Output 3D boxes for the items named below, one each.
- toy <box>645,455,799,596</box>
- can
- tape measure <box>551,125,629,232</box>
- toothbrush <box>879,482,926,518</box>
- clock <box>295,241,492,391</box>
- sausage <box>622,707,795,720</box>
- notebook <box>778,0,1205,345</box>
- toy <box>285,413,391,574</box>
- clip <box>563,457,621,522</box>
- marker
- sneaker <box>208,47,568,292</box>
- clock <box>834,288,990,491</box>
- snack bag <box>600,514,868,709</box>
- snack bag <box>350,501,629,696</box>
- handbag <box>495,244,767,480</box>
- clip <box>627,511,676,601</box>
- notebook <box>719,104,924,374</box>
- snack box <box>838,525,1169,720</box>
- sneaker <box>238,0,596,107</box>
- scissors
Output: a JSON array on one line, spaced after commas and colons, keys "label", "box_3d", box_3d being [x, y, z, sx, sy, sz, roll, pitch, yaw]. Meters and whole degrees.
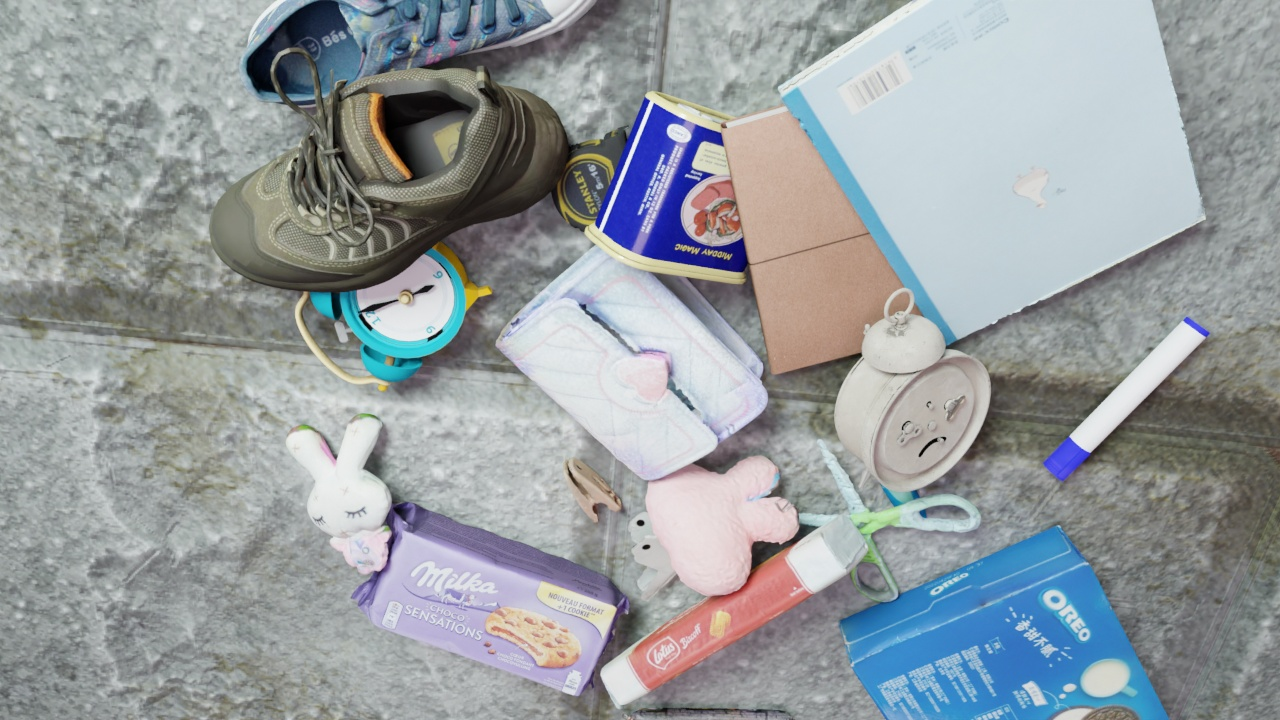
[{"label": "toy", "box_3d": [0.061, 0.114, 0.674, 0.105, 0.108, 0.053, -22, 147, -3]}, {"label": "can", "box_3d": [0.035, -0.104, 0.565, 0.116, 0.056, 0.092, 3, 119, -43]}, {"label": "tape measure", "box_3d": [-0.027, -0.114, 0.598, 0.061, 0.034, 0.062, -16, 113, 7]}, {"label": "toothbrush", "box_3d": [0.182, 0.077, 0.690, 0.022, 0.017, 0.135, -31, 114, 13]}, {"label": "clock", "box_3d": [-0.173, -0.038, 0.636, 0.130, 0.043, 0.099, -32, 110, 8]}, {"label": "sausage", "box_3d": [0.061, 0.314, 0.801, 0.155, 0.020, 0.020, 0, 115, 2]}, {"label": "notebook", "box_3d": [0.215, -0.117, 0.533, 0.181, 0.009, 0.253, -29, 134, 20]}, {"label": "toy", "box_3d": [-0.220, 0.101, 0.690, 0.079, 0.038, 0.122, -17, 91, 17]}, {"label": "clip", "box_3d": [-0.035, 0.099, 0.704, 0.052, 0.026, 0.059, 5, 116, -2]}, {"label": "marker", "box_3d": [0.346, 0.029, 0.658, 0.020, 0.020, 0.142, 31, 112, -12]}, {"label": "sneaker", "box_3d": [-0.168, -0.106, 0.533, 0.238, 0.143, 0.101, -19, 82, 11]}, {"label": "clock", "box_3d": [0.177, 0.015, 0.620, 0.103, 0.061, 0.157, -29, 128, -15]}, {"label": "snack bag", "box_3d": [0.069, 0.194, 0.705, 0.226, 0.077, 0.041, -37, 78, 24]}, {"label": "snack bag", "box_3d": [-0.117, 0.186, 0.729, 0.205, 0.058, 0.096, 22, 109, -4]}, {"label": "handbag", "box_3d": [-0.004, 0.004, 0.635, 0.127, 0.069, 0.158, -38, 111, 19]}, {"label": "clip", "box_3d": [0.016, 0.143, 0.728, 0.055, 0.045, 0.102, 35, 111, -21]}, {"label": "notebook", "box_3d": [0.136, -0.078, 0.574, 0.141, 0.008, 0.209, -15, 136, 5]}, {"label": "snack box", "box_3d": [0.305, 0.272, 0.753, 0.196, 0.056, 0.239, -29, 110, 14]}, {"label": "sneaker", "box_3d": [-0.132, -0.208, 0.534, 0.236, 0.079, 0.087, -17, 113, 10]}, {"label": "scissors", "box_3d": [0.174, 0.121, 0.703, 0.173, 0.023, 0.171, -15, 121, 24]}]
